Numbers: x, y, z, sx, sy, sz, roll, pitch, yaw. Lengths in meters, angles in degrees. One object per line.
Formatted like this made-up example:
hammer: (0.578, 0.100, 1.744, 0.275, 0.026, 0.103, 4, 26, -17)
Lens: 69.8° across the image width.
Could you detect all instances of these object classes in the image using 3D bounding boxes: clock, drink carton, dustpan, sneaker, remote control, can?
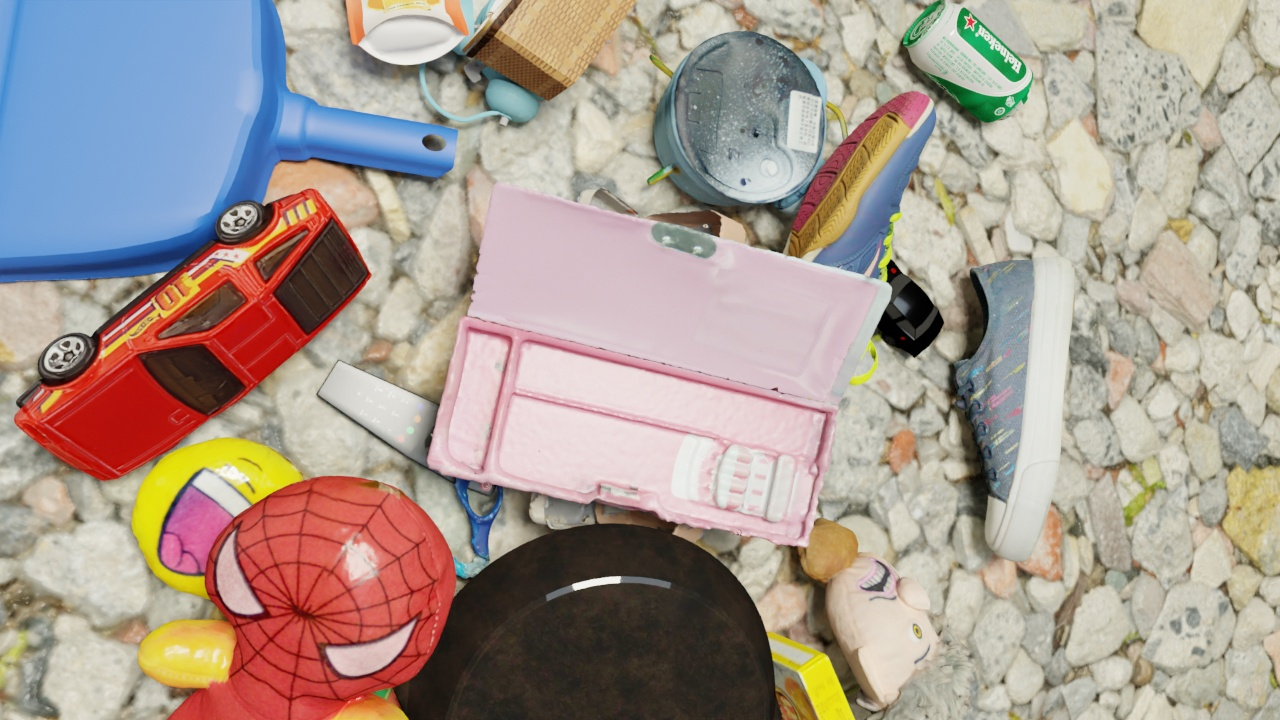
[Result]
clock: (-0.087, -0.200, 0.596, 0.123, 0.042, 0.087, -36, 100, -13)
clock: (0.082, -0.161, 0.643, 0.162, 0.060, 0.118, 5, 86, -21)
drink carton: (-0.149, -0.242, 0.562, 0.069, 0.039, 0.122, -10, 66, -16)
dustpan: (-0.235, -0.148, 0.525, 0.257, 0.059, 0.245, 7, 85, -11)
sneaker: (0.136, -0.060, 0.619, 0.091, 0.116, 0.242, 29, 105, -10)
sneaker: (0.280, 0.034, 0.712, 0.079, 0.087, 0.235, 7, 88, 14)
remote control: (-0.140, 0.042, 0.576, 0.124, 0.010, 0.039, 32, 77, -16)
can: (0.257, -0.232, 0.716, 0.101, 0.053, 0.053, 34, 76, -16)

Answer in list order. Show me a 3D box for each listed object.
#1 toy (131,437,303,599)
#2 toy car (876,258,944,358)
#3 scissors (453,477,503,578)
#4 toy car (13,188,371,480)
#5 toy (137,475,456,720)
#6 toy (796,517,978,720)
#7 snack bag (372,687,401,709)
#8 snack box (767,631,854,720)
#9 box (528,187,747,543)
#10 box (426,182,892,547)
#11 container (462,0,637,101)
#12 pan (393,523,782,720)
toy: (-0.236, 0.089, 0.521, 0.094, 0.041, 0.095, -39, 110, -14)
toy car: (0.192, -0.046, 0.692, 0.091, 0.036, 0.042, 46, 73, -13)
scissors: (-0.097, 0.124, 0.581, 0.132, 0.015, 0.110, 35, 87, -15)
toy car: (-0.235, -0.013, 0.499, 0.189, 0.082, 0.056, -42, 60, -16)
toy: (-0.182, 0.158, 0.491, 0.147, 0.099, 0.216, 28, 93, -13)
toy: (0.174, 0.184, 0.646, 0.076, 0.132, 0.176, -39, 83, 26)
snack bag: (-0.124, 0.187, 0.566, 0.155, 0.044, 0.087, 21, 89, -13)
snack box: (0.126, 0.265, 0.632, 0.025, 0.075, 0.152, -26, 97, -22)
box: (0.007, 0.006, 0.591, 0.107, 0.094, 0.216, 7, 85, 14)
box: (0.009, 0.007, 0.532, 0.233, 0.059, 0.179, 15, 101, -9)
container: (-0.047, -0.215, 0.556, 0.061, 0.063, 0.114, 39, 79, -21)
pan: (-0.039, 0.275, 0.549, 0.248, 0.043, 0.356, 15, 95, -15)
